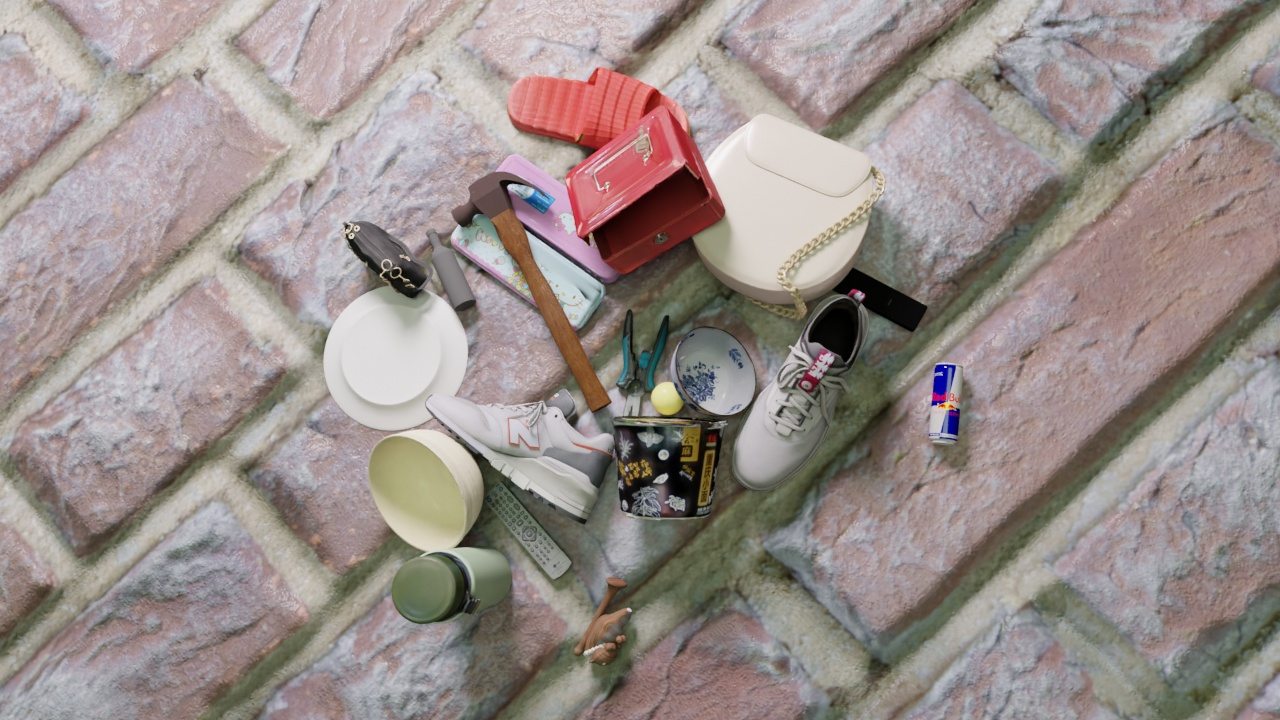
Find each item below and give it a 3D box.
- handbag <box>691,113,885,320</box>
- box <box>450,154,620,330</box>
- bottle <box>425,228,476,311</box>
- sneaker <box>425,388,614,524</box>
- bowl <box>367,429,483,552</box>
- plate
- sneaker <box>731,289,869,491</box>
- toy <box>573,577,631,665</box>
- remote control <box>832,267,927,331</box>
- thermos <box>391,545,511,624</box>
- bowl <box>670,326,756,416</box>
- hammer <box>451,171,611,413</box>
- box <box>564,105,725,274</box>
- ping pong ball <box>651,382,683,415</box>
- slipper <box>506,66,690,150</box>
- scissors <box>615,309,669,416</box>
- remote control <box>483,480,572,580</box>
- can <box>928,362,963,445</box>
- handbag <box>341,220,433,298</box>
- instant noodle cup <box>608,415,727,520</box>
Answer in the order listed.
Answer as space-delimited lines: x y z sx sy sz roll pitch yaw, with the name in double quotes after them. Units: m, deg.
0.166 -0.179 1.097 0.211 0.103 0.208 27 85 14 "handbag"
-0.122 -0.150 1.165 0.214 0.035 0.151 35 89 10 "box"
-0.246 -0.118 1.169 0.030 0.030 0.113 -27 79 0 "bottle"
-0.131 0.082 1.102 0.240 0.089 0.124 37 81 2 "sneaker"
-0.241 0.144 1.086 0.151 0.075 0.151 13 115 28 "bowl"
-0.314 -0.007 1.163 0.188 0.016 0.188 -1 80 5 "plate"
0.189 0.033 1.051 0.097 0.129 0.263 30 86 10 "sneaker"
-0.038 0.310 1.070 0.055 0.041 0.102 30 92 32 "toy"
0.274 -0.085 1.121 0.150 0.013 0.034 30 84 11 "remote control"
-0.199 0.244 0.999 0.082 0.231 0.082 -1 79 4 "thermos"
0.079 0.020 1.094 0.114 0.045 0.114 13 63 -27 "bowl"
-0.120 -0.085 1.131 0.115 0.033 0.323 -29 84 11 "hammer"
0.004 -0.196 1.078 0.158 0.110 0.134 -30 52 21 "box"
0.033 0.046 1.108 0.040 0.040 0.040 -1 80 5 "ping pong ball"
-0.057 -0.322 1.173 0.249 0.059 0.103 15 82 9 "slipper"
0.001 0.003 1.130 0.148 0.019 0.123 -42 80 -1 "scissors"
-0.136 0.206 1.110 0.033 0.013 0.136 -43 79 -3 "remote control"
0.359 0.051 1.079 0.032 0.032 0.095 7 81 7 "can"
-0.322 -0.132 1.151 0.128 0.079 0.054 42 89 19 "handbag"
0.031 0.122 1.055 0.137 0.137 0.112 1 90 6 "instant noodle cup"
